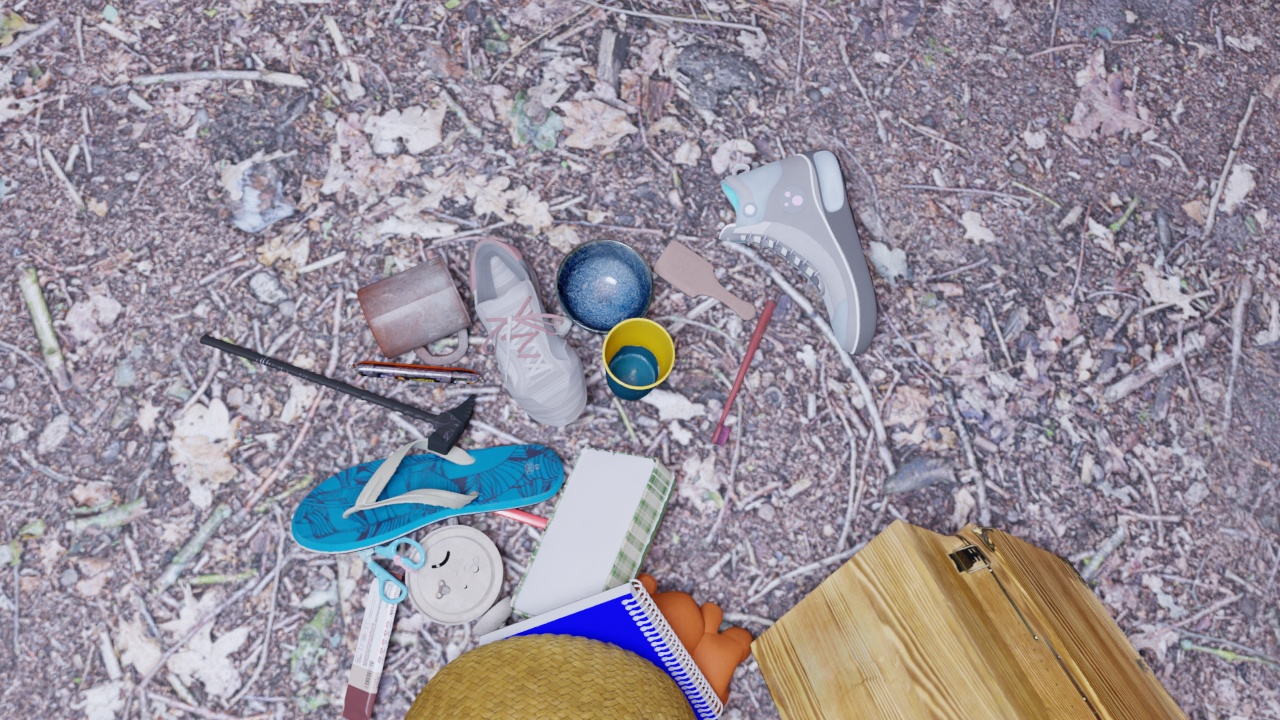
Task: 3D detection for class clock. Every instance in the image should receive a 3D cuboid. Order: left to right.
[{"bbox_3d":[-0.183,0.250,0.995,0.103,0.061,0.157,-43,76,-10],"label":"clock"}]

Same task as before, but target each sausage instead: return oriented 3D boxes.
[{"bbox_3d":[-0.256,0.014,1.054,0.155,0.020,0.020,5,77,-11],"label":"sausage"}]

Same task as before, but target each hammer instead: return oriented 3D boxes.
[{"bbox_3d":[-0.348,0.022,1.044,0.325,0.015,0.094,18,37,6],"label":"hammer"}]

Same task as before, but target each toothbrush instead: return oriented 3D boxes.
[{"bbox_3d":[-0.119,0.183,1.041,0.212,0.018,0.012,18,76,-4],"label":"toothbrush"},{"bbox_3d":[0.125,0.014,1.096,0.016,0.016,0.189,24,76,-4],"label":"toothbrush"}]

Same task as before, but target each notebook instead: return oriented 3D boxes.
[{"bbox_3d":[-0.033,0.317,0.919,0.172,0.022,0.209,-23,121,12],"label":"notebook"}]

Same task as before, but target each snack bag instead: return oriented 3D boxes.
[{"bbox_3d":[-0.287,0.305,0.983,0.013,0.057,0.157,22,71,-42],"label":"snack bag"}]

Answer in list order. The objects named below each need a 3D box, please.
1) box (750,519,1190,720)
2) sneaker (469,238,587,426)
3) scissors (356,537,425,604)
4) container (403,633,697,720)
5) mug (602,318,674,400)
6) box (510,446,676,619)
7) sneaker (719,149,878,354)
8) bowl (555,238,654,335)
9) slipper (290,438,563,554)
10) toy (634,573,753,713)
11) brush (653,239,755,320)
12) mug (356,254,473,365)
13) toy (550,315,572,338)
[{"bbox_3d":[0.357,0.345,0.924,0.336,0.287,0.278,21,32,-34],"label":"box"},{"bbox_3d":[-0.135,-0.037,1.016,0.099,0.089,0.236,-30,67,7],"label":"sneaker"},{"bbox_3d":[-0.294,0.219,0.994,0.142,0.015,0.076,10,81,32],"label":"scissors"},{"bbox_3d":[-0.089,0.401,0.845,0.307,0.308,0.196,4,34,-4],"label":"container"},{"bbox_3d":[-0.006,0.006,1.033,0.078,0.121,0.078,1,77,-4],"label":"mug"},{"bbox_3d":[-0.049,0.194,0.983,0.118,0.051,0.205,2,57,37],"label":"box"},{"bbox_3d":[0.184,-0.123,1.103,0.160,0.093,0.256,-10,79,2],"label":"sneaker"},{"bbox_3d":[-0.044,-0.080,1.081,0.114,0.061,0.114,1,77,-6],"label":"bowl"},{"bbox_3d":[-0.231,0.131,0.997,0.294,0.060,0.118,-10,41,-10],"label":"slipper"},{"bbox_3d":[0.037,0.302,0.984,0.176,0.096,0.112,36,76,-19],"label":"toy"},{"bbox_3d":[0.081,-0.091,1.119,0.135,0.015,0.049,34,78,-2],"label":"brush"},{"bbox_3d":[-0.251,-0.046,1.051,0.110,0.096,0.123,-22,110,-4],"label":"mug"},{"bbox_3d":[-0.112,0.000,1.067,0.079,0.038,0.122,-12,70,1],"label":"toy"}]
